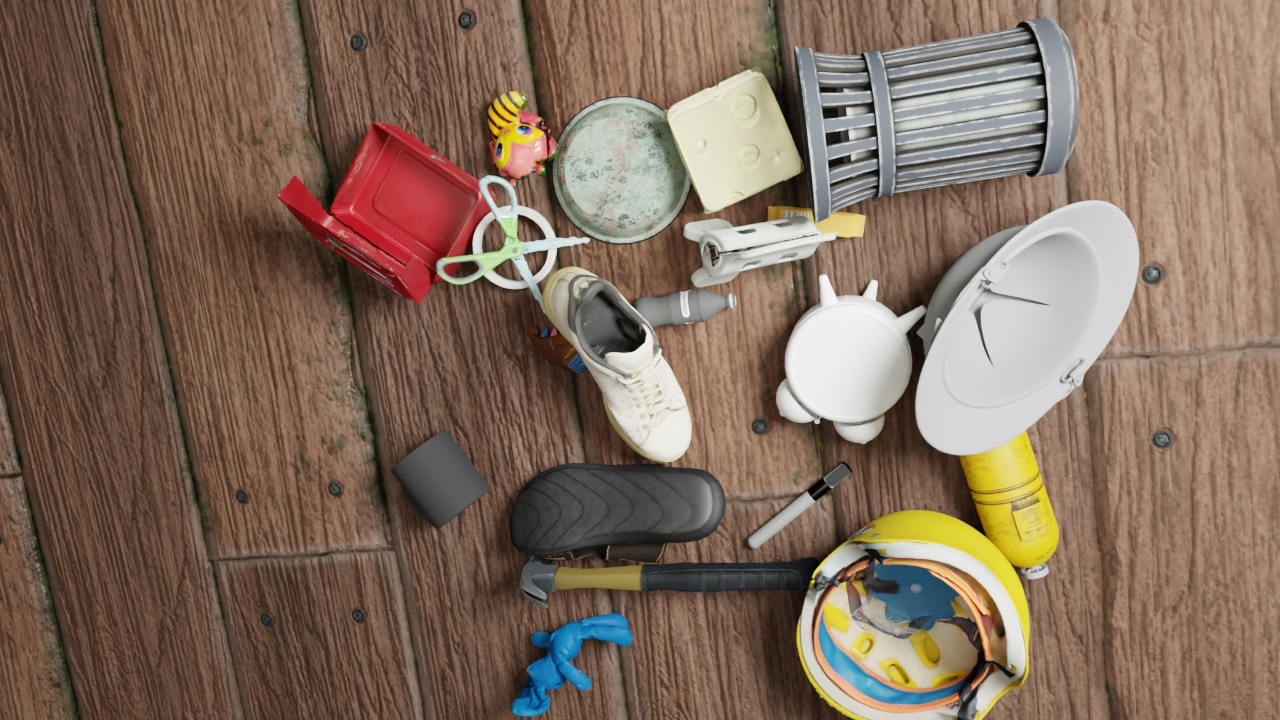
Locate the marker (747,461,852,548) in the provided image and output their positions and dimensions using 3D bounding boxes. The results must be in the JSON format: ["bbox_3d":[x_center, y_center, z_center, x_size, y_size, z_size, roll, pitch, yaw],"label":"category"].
[{"bbox_3d":[0.174,0.160,1.008,0.141,0.016,0.016,-42,88,16],"label":"marker"}]

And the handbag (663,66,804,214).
[{"bbox_3d":[0.093,-0.222,0.927,0.111,0.081,0.119,-22,94,22],"label":"handbag"}]

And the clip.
[{"bbox_3d":[0.107,-0.113,0.918,0.143,0.124,0.073,4,103,58],"label":"clip"}]

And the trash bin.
[{"bbox_3d":[0.267,-0.226,0.852,0.228,0.164,0.164,-7,97,10],"label":"trash bin"}]

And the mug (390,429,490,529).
[{"bbox_3d":[-0.241,0.146,1.075,0.088,0.078,0.114,52,132,0],"label":"mug"}]

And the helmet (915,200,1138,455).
[{"bbox_3d":[0.340,-0.044,0.888,0.183,0.117,0.271,39,94,-29],"label":"helmet"}]

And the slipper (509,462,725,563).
[{"bbox_3d":[-0.026,0.171,1.027,0.268,0.075,0.113,-10,72,24],"label":"slipper"}]

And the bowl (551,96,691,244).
[{"bbox_3d":[-0.024,-0.203,0.980,0.157,0.038,0.157,2,100,12],"label":"bowl"}]

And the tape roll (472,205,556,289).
[{"bbox_3d":[-0.140,-0.126,1.023,0.093,0.013,0.093,1,105,3],"label":"tape roll"}]

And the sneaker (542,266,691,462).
[{"bbox_3d":[-0.006,0.005,0.950,0.088,0.102,0.241,-41,109,-20],"label":"sneaker"}]

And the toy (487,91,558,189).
[{"bbox_3d":[-0.134,-0.238,0.996,0.084,0.046,0.103,-21,84,37],"label":"toy"}]

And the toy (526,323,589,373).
[{"bbox_3d":[-0.078,-0.037,1.024,0.103,0.070,0.090,31,92,29],"label":"toy"}]

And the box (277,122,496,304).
[{"bbox_3d":[-0.264,-0.170,1.004,0.157,0.154,0.168,33,74,4],"label":"box"}]

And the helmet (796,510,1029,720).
[{"bbox_3d":[0.281,0.253,0.940,0.209,0.139,0.241,42,127,8],"label":"helmet"}]

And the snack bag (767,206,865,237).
[{"bbox_3d":[0.182,-0.145,0.953,0.099,0.020,0.026,7,106,11],"label":"snack bag"}]

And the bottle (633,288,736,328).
[{"bbox_3d":[0.048,-0.057,0.989,0.110,0.036,0.036,-8,97,14],"label":"bottle"}]

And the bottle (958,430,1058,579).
[{"bbox_3d":[0.376,0.142,0.931,0.071,0.071,0.164,-19,95,15],"label":"bottle"}]

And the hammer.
[{"bbox_3d":[0.029,0.240,1.015,0.333,0.117,0.025,-2,101,8],"label":"hammer"}]

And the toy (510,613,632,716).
[{"bbox_3d":[-0.091,0.352,1.062,0.176,0.112,0.071,-41,103,7],"label":"toy"}]

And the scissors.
[{"bbox_3d":[-0.137,-0.123,0.990,0.171,0.022,0.174,-14,114,-17],"label":"scissors"}]

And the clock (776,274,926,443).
[{"bbox_3d":[0.215,-0.002,0.952,0.125,0.072,0.161,19,110,9],"label":"clock"}]
